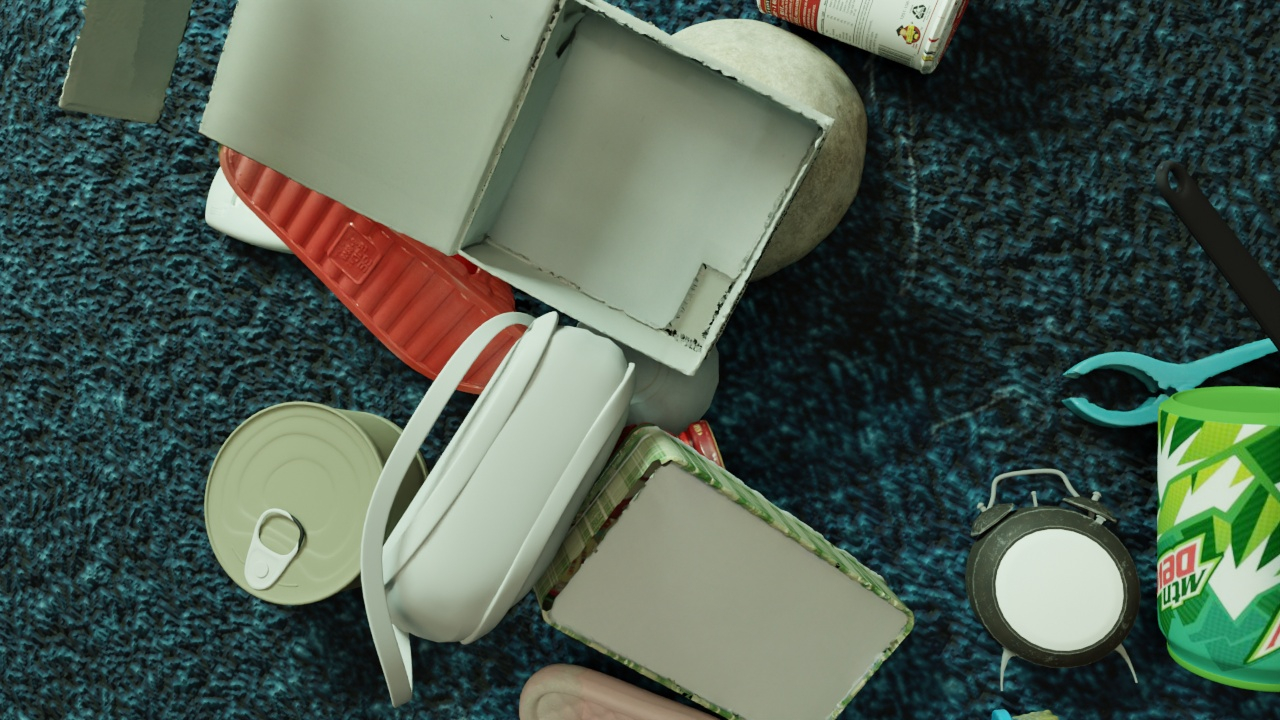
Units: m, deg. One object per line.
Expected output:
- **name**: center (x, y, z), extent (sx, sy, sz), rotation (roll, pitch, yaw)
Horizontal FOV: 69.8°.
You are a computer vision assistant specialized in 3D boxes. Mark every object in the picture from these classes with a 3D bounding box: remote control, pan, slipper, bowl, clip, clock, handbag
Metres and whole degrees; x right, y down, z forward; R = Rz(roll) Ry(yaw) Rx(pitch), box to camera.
- **remote control**: center (-0.262, -0.110, 0.671), extent (0.114, 0.028, 0.060), rotation (13, 86, 13)
- **pan**: center (0.330, 0.024, 0.424), extent (0.356, 0.021, 0.198), rotation (37, 78, -25)
- **slipper**: center (0.020, 0.252, 0.541), extent (0.222, 0.055, 0.107), rotation (23, 123, 20)
- **bowl**: center (-0.004, 0.003, 0.599), extent (0.106, 0.039, 0.106), rotation (-1, 84, 12)
- **clip**: center (0.314, 0.010, 0.540), extent (0.119, 0.027, 0.102), rotation (2, 82, 12)
- **slipper**: center (-0.161, -0.072, 0.607), extent (0.249, 0.059, 0.104), rotation (40, 133, -8)
- **bowl**: center (0.053, -0.144, 0.584), extent (0.178, 0.081, 0.178), rotation (-2, 82, 13)
- **clock**: center (0.238, 0.125, 0.533), extent (0.091, 0.043, 0.122), rotation (-8, 82, 11)
- **handbag**: center (-0.099, 0.075, 0.522), extent (0.095, 0.223, 0.215), rotation (33, 71, -9)

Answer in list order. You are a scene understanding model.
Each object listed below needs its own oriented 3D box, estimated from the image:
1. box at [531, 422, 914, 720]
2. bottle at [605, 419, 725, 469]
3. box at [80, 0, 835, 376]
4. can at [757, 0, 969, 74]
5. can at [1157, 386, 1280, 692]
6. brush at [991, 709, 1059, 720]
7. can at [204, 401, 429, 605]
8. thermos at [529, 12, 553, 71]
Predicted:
- **box**: center (0.048, 0.132, 0.515), extent (0.205, 0.051, 0.118), rotation (34, 98, -23)
- **bottle**: center (0.000, 0.087, 0.558), extent (0.111, 0.099, 0.099), rotation (-17, 80, 1)
- **box**: center (-0.089, -0.140, 0.508), extent (0.368, 0.098, 0.166), rotation (25, 108, -5)
- **can**: center (0.144, -0.240, 0.571), extent (0.116, 0.086, 0.086), rotation (26, 89, 14)
- **can**: center (0.321, 0.091, 0.486), extent (0.083, 0.083, 0.144), rotation (-3, 98, 11)
- **brush**: center (0.211, 0.268, 0.517), extent (0.075, 0.055, 0.135), rotation (-9, 81, 6)
- **can**: center (-0.212, 0.094, 0.615), extent (0.128, 0.073, 0.127), rotation (-1, 83, 12)
- **thermos**: center (-0.087, -0.209, 0.623), extent (0.082, 0.082, 0.231), rotation (-15, 81, 10)
